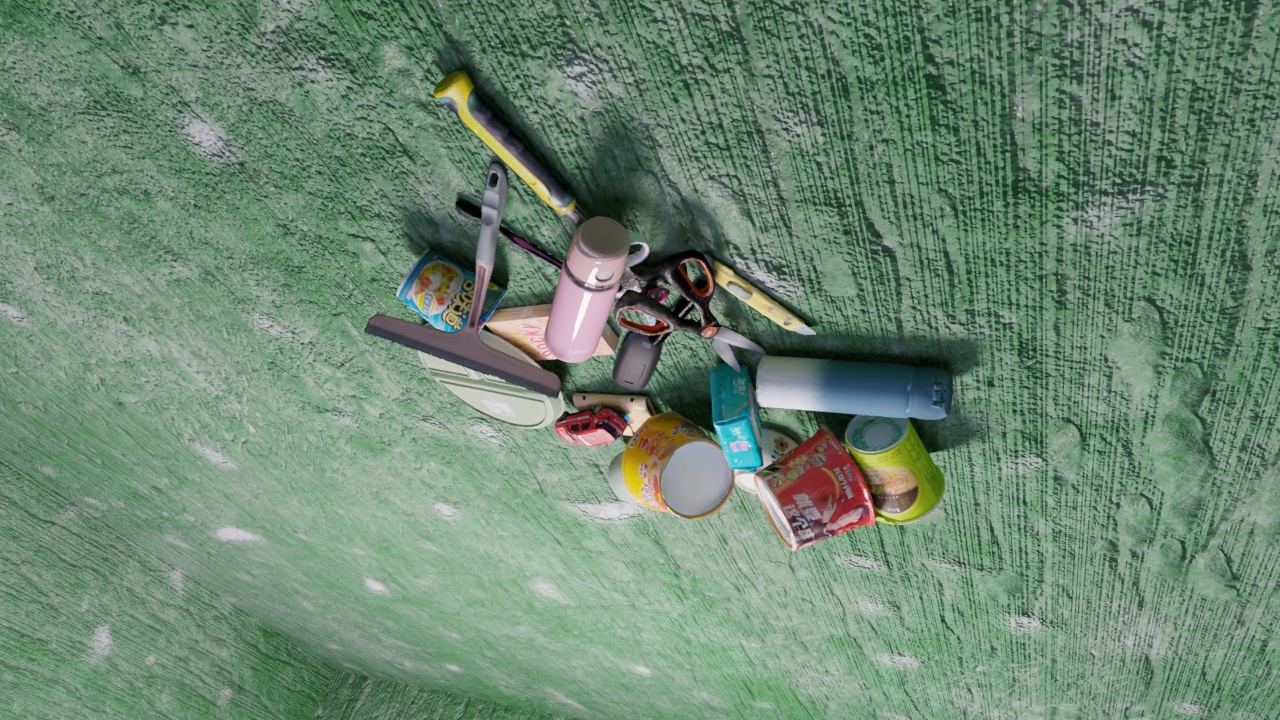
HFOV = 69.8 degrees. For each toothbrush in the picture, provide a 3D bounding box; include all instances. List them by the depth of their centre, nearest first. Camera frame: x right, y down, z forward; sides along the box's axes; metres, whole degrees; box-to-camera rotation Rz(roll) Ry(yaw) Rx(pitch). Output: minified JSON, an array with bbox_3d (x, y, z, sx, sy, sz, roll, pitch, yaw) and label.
[{"bbox_3d":[-0.131,-0.131,1.061,0.189,0.014,0.018,30,155,-18],"label":"toothbrush"}]

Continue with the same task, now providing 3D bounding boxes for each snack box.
[{"bbox_3d":[-0.114,-0.037,1.177,0.158,0.026,0.084,-5,140,30],"label":"snack box"}]

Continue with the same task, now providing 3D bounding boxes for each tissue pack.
[{"bbox_3d":[0.124,0.074,1.162,0.050,0.093,0.133,-9,141,12],"label":"tissue pack"}]

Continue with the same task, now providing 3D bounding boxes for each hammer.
[{"bbox_3d":[-0.092,-0.172,0.965,0.126,0.031,0.323,-15,135,39],"label":"hammer"}]

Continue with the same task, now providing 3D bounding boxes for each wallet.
[{"bbox_3d":[-0.030,0.077,1.309,0.115,0.024,0.087,1,139,24],"label":"wallet"}]

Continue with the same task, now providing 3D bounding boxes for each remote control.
[{"bbox_3d":[-0.007,0.007,1.191,0.053,0.024,0.137,18,147,-2],"label":"remote control"}]

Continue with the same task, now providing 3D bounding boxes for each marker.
[{"bbox_3d":[0.045,-0.054,1.082,0.022,0.020,0.132,56,145,9],"label":"marker"}]

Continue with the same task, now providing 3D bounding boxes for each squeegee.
[{"bbox_3d":[-0.178,-0.106,1.034,0.248,0.040,0.250,20,119,7],"label":"squeegee"}]

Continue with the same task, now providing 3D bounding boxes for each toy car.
[{"bbox_3d":[-0.074,0.096,1.298,0.121,0.045,0.053,-13,133,44],"label":"toy car"}]

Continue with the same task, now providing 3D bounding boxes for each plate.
[{"bbox_3d":[-0.214,0.026,1.283,0.230,0.027,0.231,22,151,13],"label":"plate"}]

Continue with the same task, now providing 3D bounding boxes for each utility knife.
[{"bbox_3d":[0.130,-0.071,1.027,0.166,0.018,0.031,27,152,-21],"label":"utility knife"}]

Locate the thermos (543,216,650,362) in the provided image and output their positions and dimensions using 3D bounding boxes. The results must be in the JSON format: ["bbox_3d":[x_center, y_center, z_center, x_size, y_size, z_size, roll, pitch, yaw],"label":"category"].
[{"bbox_3d":[-0.050,-0.076,1.005,0.087,0.067,0.199,-7,150,-21],"label":"thermos"}]

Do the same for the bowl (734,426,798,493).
[{"bbox_3d":[0.165,0.147,1.280,0.113,0.062,0.114,11,147,7],"label":"bowl"}]

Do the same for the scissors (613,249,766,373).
[{"bbox_3d":[0.076,-0.049,1.029,0.229,0.021,0.190,4,134,-26],"label":"scissors"}]

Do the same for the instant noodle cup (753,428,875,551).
[{"bbox_3d":[0.216,0.171,1.164,0.108,0.138,0.138,-26,142,-7],"label":"instant noodle cup"}]

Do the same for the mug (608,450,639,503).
[{"bbox_3d":[0.025,0.158,1.354,0.111,0.082,0.107,-1,159,-32],"label":"mug"}]

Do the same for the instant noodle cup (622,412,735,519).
[{"bbox_3d":[0.056,0.149,1.236,0.138,0.138,0.110,31,175,-19],"label":"instant noodle cup"}]

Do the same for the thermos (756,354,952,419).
[{"bbox_3d":[0.248,0.032,1.071,0.221,0.070,0.070,4,144,20],"label":"thermos"}]

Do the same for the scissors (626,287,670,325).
[{"bbox_3d":[0.009,-0.058,1.062,0.056,0.017,0.133,-18,167,0],"label":"scissors"}]

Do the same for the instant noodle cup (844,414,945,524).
[{"bbox_3d":[0.310,0.124,1.146,0.112,0.111,0.123,-6,132,32],"label":"instant noodle cup"}]

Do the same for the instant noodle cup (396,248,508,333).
[{"bbox_3d":[-0.233,-0.079,1.122,0.110,0.099,0.099,35,144,-9],"label":"instant noodle cup"}]
